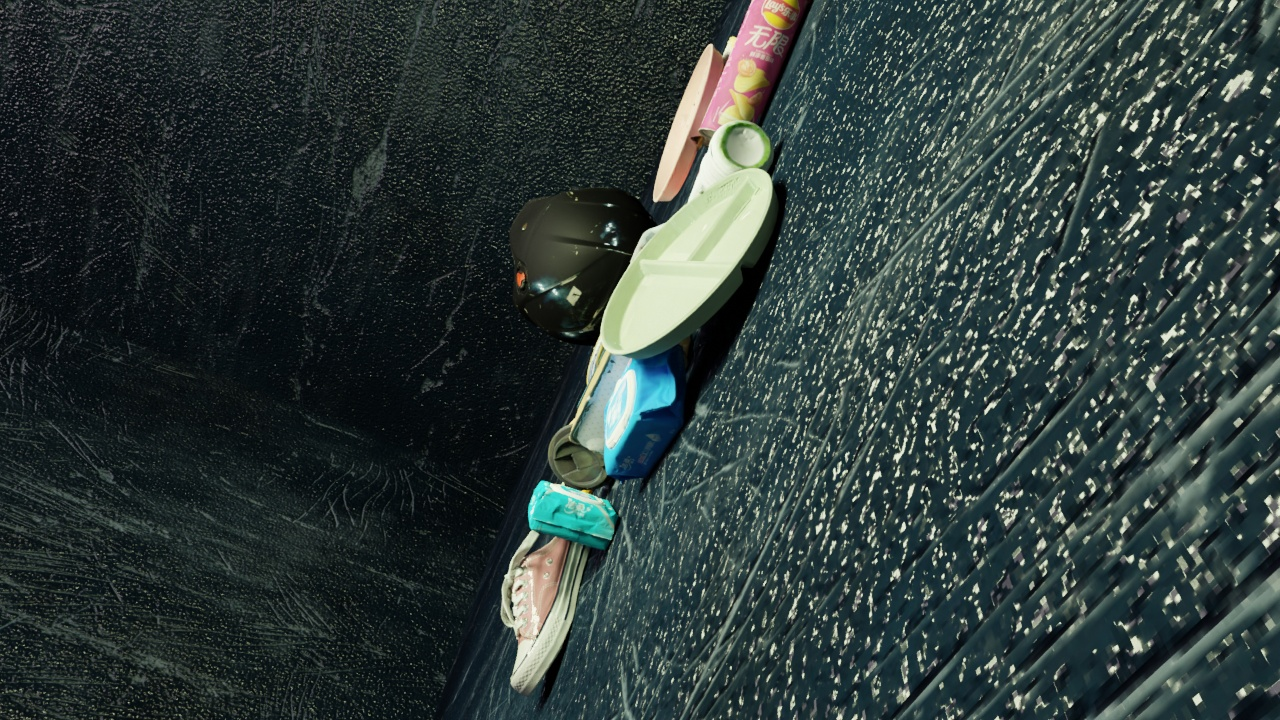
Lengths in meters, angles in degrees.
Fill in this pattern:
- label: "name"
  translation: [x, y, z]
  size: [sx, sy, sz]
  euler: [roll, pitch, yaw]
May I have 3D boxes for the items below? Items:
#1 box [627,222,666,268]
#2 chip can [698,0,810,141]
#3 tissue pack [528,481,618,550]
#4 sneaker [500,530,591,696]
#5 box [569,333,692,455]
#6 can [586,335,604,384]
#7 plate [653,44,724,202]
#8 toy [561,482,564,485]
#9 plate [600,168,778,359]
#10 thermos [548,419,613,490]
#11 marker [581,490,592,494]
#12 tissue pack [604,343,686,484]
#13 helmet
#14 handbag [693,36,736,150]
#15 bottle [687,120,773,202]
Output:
- label: "box"
  translation: [0.041, -0.149, 1.219]
  size: [0.161, 0.063, 0.200]
  euler: [-38, 19, 37]
- label: "chip can"
  translation: [0.144, -0.374, 1.158]
  size: [0.071, 0.071, 0.210]
  euler: [-138, 69, -83]
- label: "tissue pack"
  translation: [-0.079, 0.175, 1.057]
  size: [0.133, 0.093, 0.050]
  euler: [170, 118, -81]
- label: "sneaker"
  translation: [-0.122, 0.276, 1.088]
  size: [0.119, 0.088, 0.240]
  euler: [119, 171, -46]
- label: "box"
  translation: [-0.010, 0.025, 1.020]
  size: [0.063, 0.090, 0.185]
  euler: [-78, 15, -58]
- label: "can"
  translation: [-0.028, -0.010, 1.331]
  size: [0.049, 0.074, 0.148]
  euler: [170, 122, -79]
- label: "plate"
  translation: [0.068, -0.331, 1.300]
  size: [0.229, 0.028, 0.229]
  euler: [-163, 91, -81]
- label: "toy"
  translation: [-0.087, 0.126, 1.439]
  size: [0.155, 0.050, 0.162]
  euler: [-56, -13, -32]
- label: "plate"
  translation: [0.047, -0.092, 0.893]
  size: [0.231, 0.027, 0.229]
  euler: [-42, 23, 22]
- label: "thermos"
  translation: [-0.063, 0.106, 1.209]
  size: [0.143, 0.093, 0.093]
  euler: [-61, -3, -67]
- label: "marker"
  translation: [-0.065, 0.167, 1.313]
  size: [0.018, 0.015, 0.124]
  euler: [-88, 24, -68]
- label: "tissue pack"
  translation: [0.001, 0.050, 0.923]
  size: [0.158, 0.052, 0.094]
  euler: [120, 156, -47]
- label: "helmet"
  translation: [-0.077, -0.134, 1.445]
  size: [0.275, 0.233, 0.230]
  euler: [-63, 38, 23]
- label: "handbag"
  translation: [0.125, -0.385, 1.341]
  size: [0.178, 0.063, 0.164]
  euler: [-97, 28, -65]
- label: "bottle"
  translation: [0.089, -0.192, 1.033]
  size: [0.197, 0.068, 0.068]
  euler: [122, 168, -70]
